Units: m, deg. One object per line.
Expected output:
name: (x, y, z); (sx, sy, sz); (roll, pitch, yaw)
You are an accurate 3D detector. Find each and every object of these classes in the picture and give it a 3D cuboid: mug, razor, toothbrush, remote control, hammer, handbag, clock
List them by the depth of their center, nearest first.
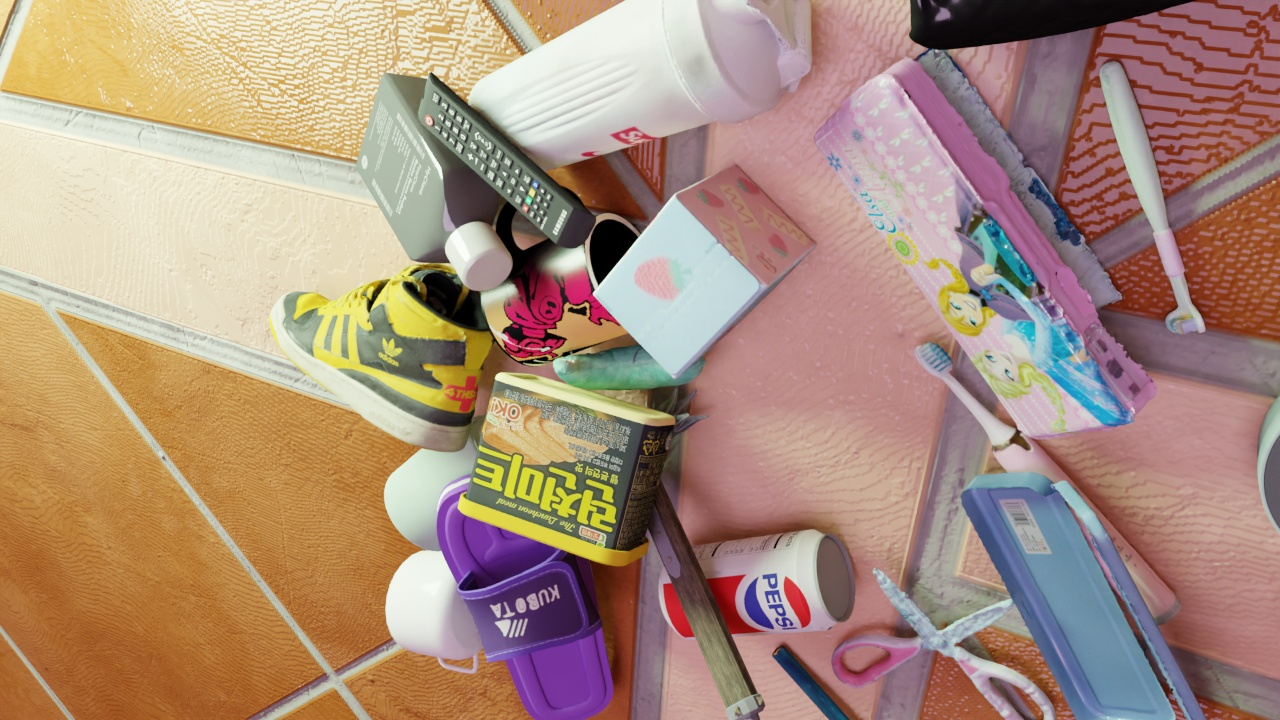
handbag: (0.194, -0.205, 0.408); (0.154, 0.124, 0.115); (0, 112, 30)
clock: (0.387, 0.042, 0.464); (0.123, 0.045, 0.159); (5, 114, 28)
toothbrush: (0.271, -0.084, 0.488); (0.022, 0.015, 0.155); (4, 120, 66)
toothbrush: (0.248, 0.073, 0.567); (0.222, 0.027, 0.027); (48, 152, 1)
remote control: (-0.088, -0.127, 0.584); (0.147, 0.015, 0.033); (42, 136, 8)
hammer: (0.047, 0.191, 0.638); (0.147, 0.028, 0.316); (-42, 60, 31)
mug: (-0.056, -0.064, 0.641); (0.098, 0.081, 0.118); (-19, 101, 34)
razor: (0.157, 0.280, 0.719); (0.144, 0.022, 0.042); (44, 125, 5)
mug: (-0.140, 0.108, 0.776); (0.104, 0.084, 0.111); (-38, 113, 24)
mug: (-0.174, 0.231, 0.836); (0.068, 0.094, 0.115); (-1, 104, 28)

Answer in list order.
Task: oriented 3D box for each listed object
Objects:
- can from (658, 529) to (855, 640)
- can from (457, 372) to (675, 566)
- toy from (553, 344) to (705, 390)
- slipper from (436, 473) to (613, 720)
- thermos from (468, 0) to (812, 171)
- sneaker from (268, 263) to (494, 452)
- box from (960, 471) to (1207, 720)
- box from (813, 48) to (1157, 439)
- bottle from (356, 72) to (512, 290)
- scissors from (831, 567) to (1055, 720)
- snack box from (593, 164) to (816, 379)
can: (0.084, 0.166, 0.676); (0.132, 0.070, 0.070); (-16, 104, 34)
can: (-0.050, 0.073, 0.647); (0.131, 0.072, 0.101); (15, 93, 18)
toy: (-0.004, 0.004, 0.645); (0.105, 0.085, 0.033); (-4, 85, 11)
slipper: (-0.083, 0.217, 0.746); (0.107, 0.084, 0.267); (-16, 119, -1)
thermos: (-0.004, -0.175, 0.562); (0.221, 0.099, 0.099); (-9, 107, 38)
sneaker: (-0.208, -0.034, 0.739); (0.239, 0.086, 0.122); (32, 106, 29)
box: (0.281, 0.159, 0.553); (0.209, 0.043, 0.125); (58, 165, -12)
box: (0.201, -0.067, 0.524); (0.230, 0.070, 0.085); (53, 158, -3)
bottle: (-0.141, -0.117, 0.642); (0.174, 0.046, 0.084); (55, 131, 32)
scissors: (0.215, 0.213, 0.649); (0.177, 0.013, 0.171); (39, 133, 1)
snack box: (0.041, -0.058, 0.581); (0.079, 0.094, 0.093); (46, 127, 3)
